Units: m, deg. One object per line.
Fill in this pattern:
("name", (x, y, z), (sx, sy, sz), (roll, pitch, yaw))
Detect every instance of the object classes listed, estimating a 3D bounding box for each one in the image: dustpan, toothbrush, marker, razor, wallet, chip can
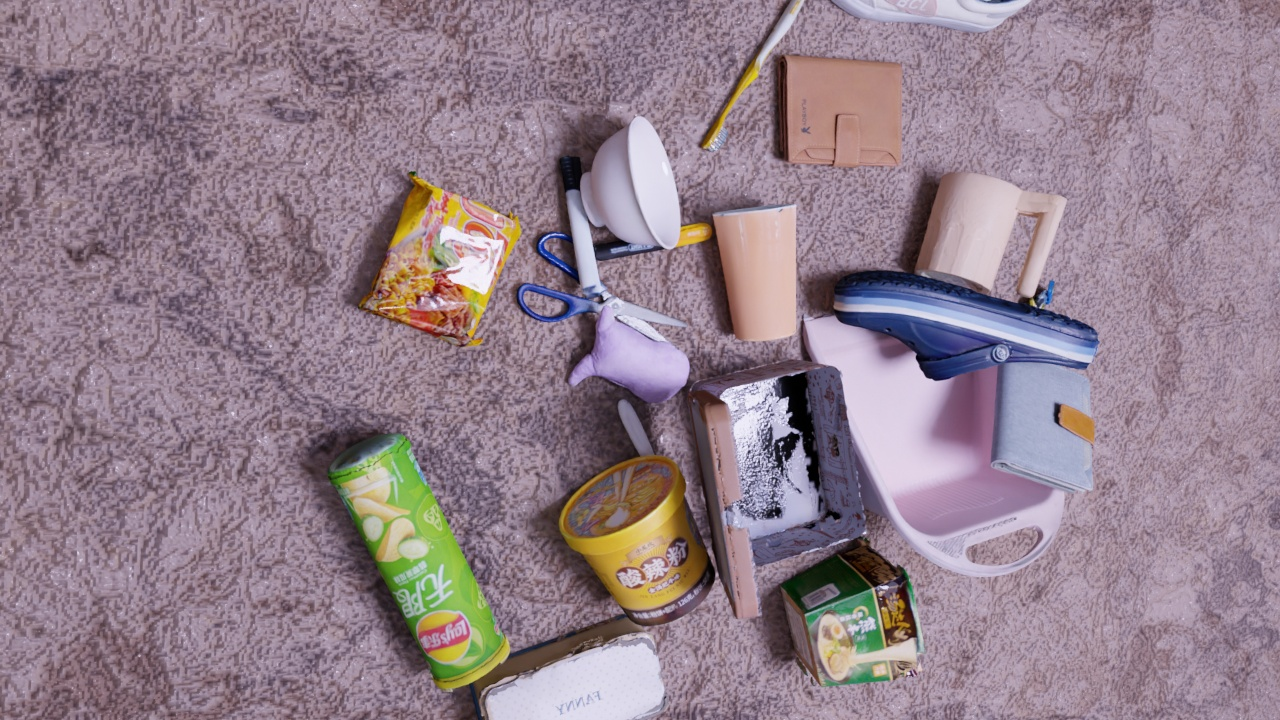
("dustpan", (0.310, 0.064, 0.912), (0.222, 0.139, 0.273), (-15, 99, -18))
("toothbrush", (0.018, 0.118, 0.881), (0.016, 0.016, 0.180), (-28, 100, -18))
("marker", (0.012, -0.111, 0.856), (0.123, 0.015, 0.018), (-14, 95, -22))
("marker", (-0.053, -0.120, 0.824), (0.018, 0.023, 0.130), (-8, 86, -39))
("razor", (0.415, -0.020, 1.006), (0.142, 0.022, 0.042), (-64, 153, -2))
("wallet", (0.199, -0.245, 0.911), (0.131, 0.031, 0.108), (-2, 93, -18))
("chip can", (-0.188, 0.168, 0.780), (0.072, 0.073, 0.221), (-27, 102, -16))
("toothbrush", (0.113, -0.280, 0.886), (0.018, 0.016, 0.191), (36, 82, -29))
("wallet", (0.404, 0.059, 0.912), (0.106, 0.037, 0.129), (18, 62, -5))

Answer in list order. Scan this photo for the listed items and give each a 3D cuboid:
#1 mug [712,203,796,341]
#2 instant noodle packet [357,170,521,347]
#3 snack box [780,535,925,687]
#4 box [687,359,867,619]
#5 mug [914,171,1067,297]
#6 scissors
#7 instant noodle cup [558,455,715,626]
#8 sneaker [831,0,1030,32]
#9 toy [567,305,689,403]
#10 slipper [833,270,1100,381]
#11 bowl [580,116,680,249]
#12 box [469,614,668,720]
("mug", (0.113, -0.083, 0.870), (0.078, 0.078, 0.123), (-10, 102, -19))
("instant noodle packet", (-0.167, -0.084, 0.786), (0.110, 0.044, 0.128), (22, 86, -23))
("snack box", (0.204, 0.255, 0.908), (0.105, 0.118, 0.117), (-15, 99, -8))
("box", (0.133, 0.100, 0.830), (0.156, 0.226, 0.180), (-10, 95, -2))
("mug", (0.350, -0.123, 0.926), (0.084, 0.125, 0.103), (20, 88, -58))
("scissors", (-0.031, -0.063, 0.852), (0.170, 0.012, 0.141), (-9, 97, -20))
("instant noodle cup", (0.003, 0.166, 0.828), (0.118, 0.118, 0.114), (-32, 111, -15))
("sneaker", (0.281, -0.381, 0.898), (0.242, 0.091, 0.089), (6, 90, -19))
("toy", (-0.005, 0.005, 0.850), (0.108, 0.039, 0.084), (23, 109, -23))
("slipper", (0.310, -0.026, 0.900), (0.253, 0.105, 0.095), (13, 102, 6))
("bowl", (-0.014, -0.150, 0.816), (0.065, 0.118, 0.118), (-12, 99, 20))
("box", (-0.070, 0.304, 0.839), (0.184, 0.059, 0.090), (-12, 97, -16))
